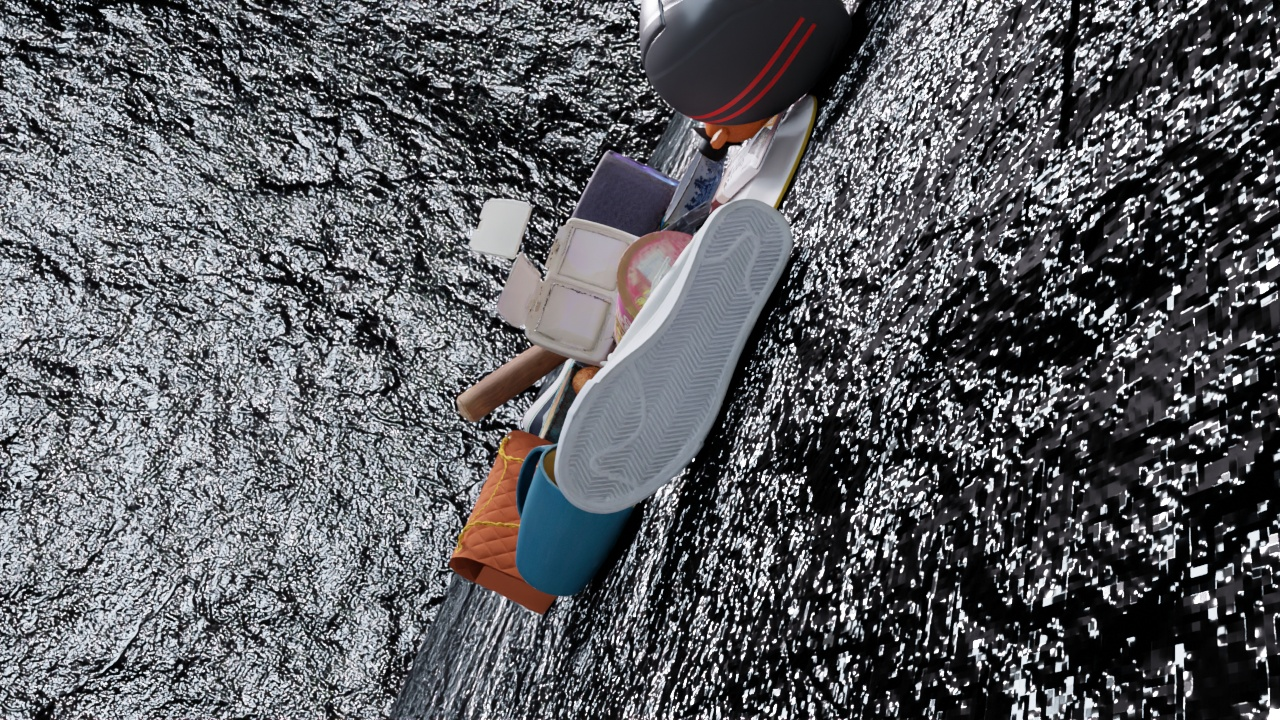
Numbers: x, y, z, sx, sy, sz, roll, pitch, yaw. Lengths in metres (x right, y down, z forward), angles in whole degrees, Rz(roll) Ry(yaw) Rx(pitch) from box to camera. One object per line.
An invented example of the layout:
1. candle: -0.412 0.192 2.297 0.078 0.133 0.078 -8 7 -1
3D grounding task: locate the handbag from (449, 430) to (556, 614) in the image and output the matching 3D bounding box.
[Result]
1. handbag: -0.114 0.155 0.940 0.060 0.109 0.171 -57 10 42

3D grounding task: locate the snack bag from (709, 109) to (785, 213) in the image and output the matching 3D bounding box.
1. snack bag: 0.093 -0.177 0.835 0.057 0.013 0.158 -66 8 -8

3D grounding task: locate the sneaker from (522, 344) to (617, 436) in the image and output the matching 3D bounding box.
1. sneaker: -0.063 0.039 1.181 0.236 0.084 0.079 -51 47 25

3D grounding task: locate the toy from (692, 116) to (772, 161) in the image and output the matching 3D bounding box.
1. toy: 0.119 -0.302 1.014 0.112 0.096 0.176 -83 10 -66

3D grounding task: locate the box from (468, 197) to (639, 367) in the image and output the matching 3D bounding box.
1. box: -0.104 -0.094 0.939 0.106 0.193 0.143 61 -133 -77

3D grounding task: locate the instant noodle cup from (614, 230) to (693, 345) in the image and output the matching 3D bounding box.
1. instant noodle cup: 0.018 -0.044 0.803 0.109 0.097 0.097 115 178 -65

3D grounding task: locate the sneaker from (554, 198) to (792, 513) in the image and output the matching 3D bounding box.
1. sneaker: 0.023 0.000 0.647 0.242 0.089 0.091 -58 2 -7

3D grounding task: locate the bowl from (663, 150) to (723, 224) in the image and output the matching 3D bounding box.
1. bowl: 0.075 -0.212 1.140 0.114 0.045 0.114 -62 7 14

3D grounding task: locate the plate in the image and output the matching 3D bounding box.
1. plate: 0.096 -0.147 0.861 0.230 0.021 0.229 -62 8 14

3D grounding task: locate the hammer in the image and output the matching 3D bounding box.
1. hammer: -0.078 -0.025 1.044 0.300 0.037 0.158 -34 2 -11

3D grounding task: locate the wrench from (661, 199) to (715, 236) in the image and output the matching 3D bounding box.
1. wrench: 0.048 -0.145 1.047 0.073 0.022 0.273 -32 0 2

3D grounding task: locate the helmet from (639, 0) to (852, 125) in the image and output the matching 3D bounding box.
1. helmet: 0.085 -0.306 0.852 0.265 0.164 0.170 12 88 62

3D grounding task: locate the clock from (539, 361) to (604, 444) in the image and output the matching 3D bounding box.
1. clock: -0.059 0.051 1.052 0.121 0.073 0.158 -87 21 -69

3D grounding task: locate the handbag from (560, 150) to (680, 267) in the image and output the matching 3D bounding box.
1. handbag: -0.015 -0.182 1.312 0.205 0.125 0.222 -63 -10 6

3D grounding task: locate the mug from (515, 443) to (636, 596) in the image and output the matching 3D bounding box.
1. mug: -0.064 0.123 0.744 0.112 0.084 0.104 43 122 38
